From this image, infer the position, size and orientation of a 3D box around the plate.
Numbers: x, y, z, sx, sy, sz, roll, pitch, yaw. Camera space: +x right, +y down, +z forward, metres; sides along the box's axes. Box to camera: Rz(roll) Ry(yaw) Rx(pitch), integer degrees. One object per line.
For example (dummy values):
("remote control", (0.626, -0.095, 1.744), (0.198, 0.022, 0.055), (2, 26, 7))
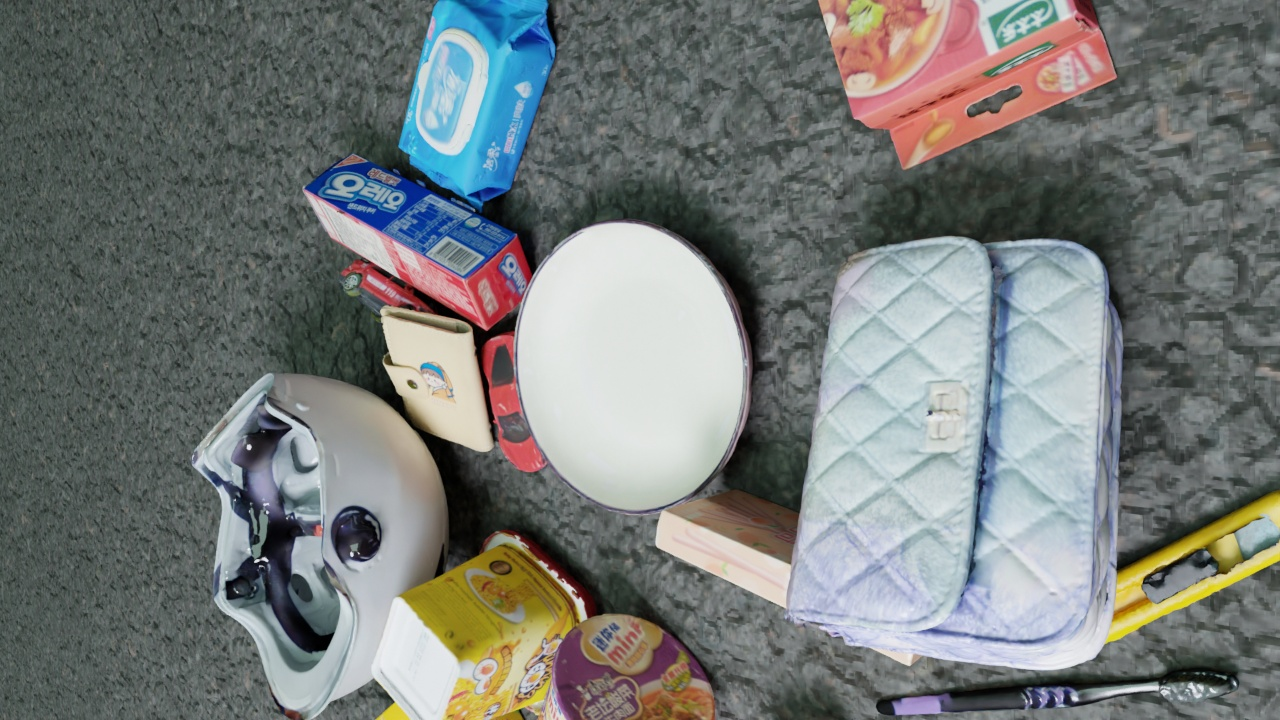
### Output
("plate", (-0.004, 0.004, 0.606), (0.193, 0.039, 0.192), (5, 98, 37))

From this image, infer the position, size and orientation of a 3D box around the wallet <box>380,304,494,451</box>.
("wallet", (-0.157, 0.014, 0.699), (0.087, 0.024, 0.115), (16, 133, 22))

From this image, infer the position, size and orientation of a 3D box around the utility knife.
("utility knife", (0.257, 0.093, 0.427), (0.207, 0.015, 0.033), (-44, 71, 32))

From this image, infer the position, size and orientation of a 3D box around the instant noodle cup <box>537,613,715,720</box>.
("instant noodle cup", (-0.021, 0.244, 0.610), (0.111, 0.111, 0.099), (45, 127, 25))

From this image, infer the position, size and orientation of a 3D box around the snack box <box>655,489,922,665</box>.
("snack box", (0.095, 0.114, 0.513), (0.157, 0.084, 0.026), (17, 102, 35))

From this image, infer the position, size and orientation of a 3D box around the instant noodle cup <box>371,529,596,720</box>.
("instant noodle cup", (-0.115, 0.201, 0.662), (0.116, 0.123, 0.116), (36, 115, 30))

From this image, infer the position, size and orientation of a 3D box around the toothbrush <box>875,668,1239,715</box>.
("toothbrush", (0.205, 0.177, 0.478), (0.190, 0.016, 0.014), (-23, 81, 39))

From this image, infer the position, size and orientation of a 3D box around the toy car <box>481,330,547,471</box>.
("toy car", (-0.091, 0.031, 0.683), (0.049, 0.031, 0.106), (-11, 90, 40))

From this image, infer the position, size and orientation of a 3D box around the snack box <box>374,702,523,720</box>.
("snack box", (-0.139, 0.364, 0.734), (0.158, 0.069, 0.210), (-45, 68, 32))

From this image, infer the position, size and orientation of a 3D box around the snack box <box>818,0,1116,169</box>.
("snack box", (0.154, -0.177, 0.457), (0.113, 0.044, 0.127), (-21, 83, 38))

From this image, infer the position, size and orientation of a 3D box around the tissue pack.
("tissue pack", (-0.121, -0.196, 0.666), (0.095, 0.052, 0.157), (37, 116, 29))

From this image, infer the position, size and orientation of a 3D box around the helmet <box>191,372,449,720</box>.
("helmet", (-0.238, 0.135, 0.735), (0.230, 0.145, 0.258), (-32, 74, 43))

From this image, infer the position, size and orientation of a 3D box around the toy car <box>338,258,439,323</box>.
("toy car", (-0.194, -0.047, 0.740), (0.120, 0.053, 0.045), (33, 78, 33))

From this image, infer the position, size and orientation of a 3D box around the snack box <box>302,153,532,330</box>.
("snack box", (-0.174, -0.096, 0.703), (0.208, 0.057, 0.058), (28, 152, 32))

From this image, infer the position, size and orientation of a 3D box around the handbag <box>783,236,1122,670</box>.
("handbag", (0.143, 0.035, 0.422), (0.134, 0.075, 0.193), (-4, 62, 36))
